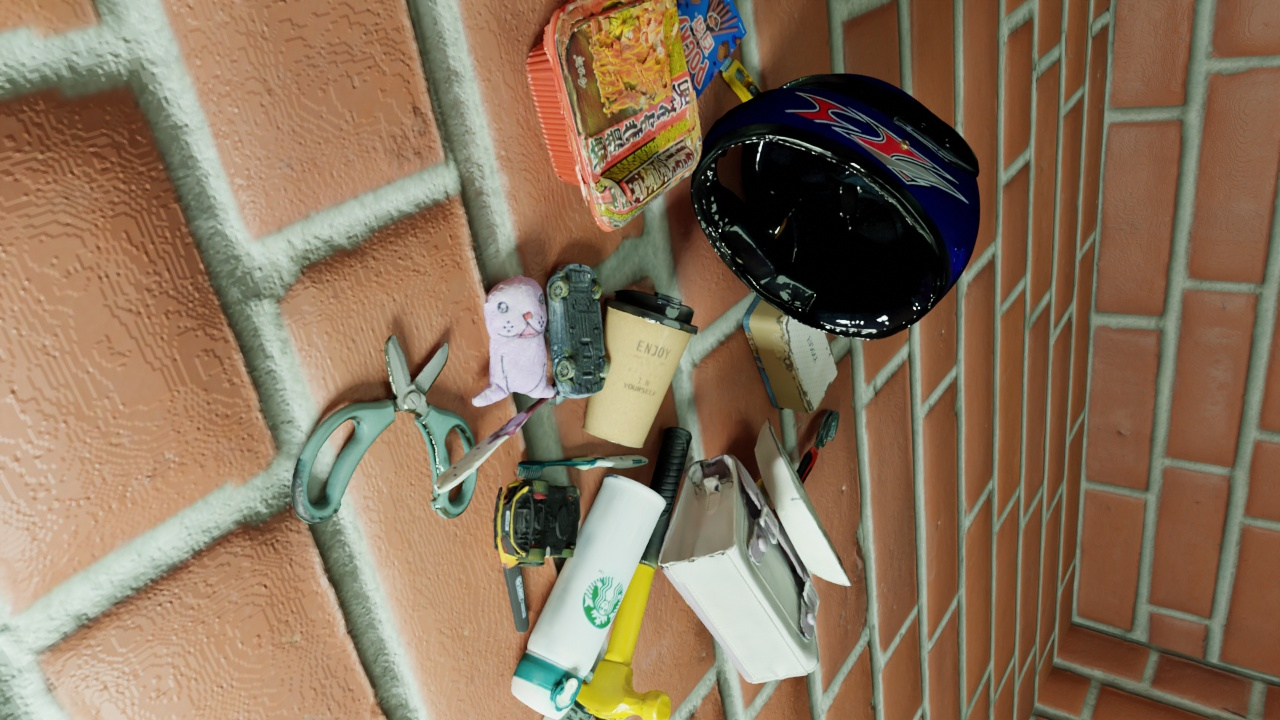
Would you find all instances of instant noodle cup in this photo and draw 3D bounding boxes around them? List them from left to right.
[{"bbox_3d":[-0.025,-0.224,0.778,0.164,0.079,0.189,-43,132,-39],"label":"instant noodle cup"}]

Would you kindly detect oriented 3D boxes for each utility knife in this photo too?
[{"bbox_3d":[0.120,-0.293,1.006,0.203,0.015,0.033,30,73,-51],"label":"utility knife"}]

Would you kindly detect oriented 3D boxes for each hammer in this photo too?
[{"bbox_3d":[0.002,0.204,0.917,0.033,0.129,0.300,49,49,-46],"label":"hammer"}]

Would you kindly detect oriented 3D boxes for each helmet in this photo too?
[{"bbox_3d":[0.208,-0.186,0.976,0.315,0.248,0.239,36,45,-19],"label":"helmet"}]

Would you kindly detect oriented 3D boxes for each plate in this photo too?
[{"bbox_3d":[0.170,0.157,1.024,0.162,0.034,0.265,61,7,-7],"label":"plate"}]

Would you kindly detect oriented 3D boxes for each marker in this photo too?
[{"bbox_3d":[-0.113,0.192,0.822,0.018,0.015,0.124,-30,122,-47],"label":"marker"}]

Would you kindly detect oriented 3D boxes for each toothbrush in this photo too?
[{"bbox_3d":[-0.111,0.062,0.774,0.187,0.016,0.017,-43,141,-50],"label":"toothbrush"},{"bbox_3d":[-0.051,0.102,0.882,0.191,0.016,0.018,6,104,-53],"label":"toothbrush"}]

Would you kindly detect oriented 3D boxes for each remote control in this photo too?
[{"bbox_3d":[-0.081,0.372,0.909,0.134,0.019,0.056,-58,139,-26],"label":"remote control"}]

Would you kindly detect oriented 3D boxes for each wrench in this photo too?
[{"bbox_3d":[0.217,0.149,1.223,0.272,0.016,0.056,-48,144,-45],"label":"wrench"}]

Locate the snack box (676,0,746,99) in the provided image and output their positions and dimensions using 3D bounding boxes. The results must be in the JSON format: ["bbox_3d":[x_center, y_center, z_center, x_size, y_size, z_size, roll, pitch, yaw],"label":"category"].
[{"bbox_3d":[0.045,-0.308,0.887,0.156,0.026,0.084,-57,132,-27],"label":"snack box"}]

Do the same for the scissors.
[{"bbox_3d":[-0.189,0.072,0.688,0.177,0.019,0.170,-38,129,-41],"label":"scissors"}]

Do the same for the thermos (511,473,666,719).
[{"bbox_3d":[-0.049,0.221,0.866,0.073,0.073,0.223,49,59,-47],"label":"thermos"}]

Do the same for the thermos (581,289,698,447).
[{"bbox_3d":[-0.005,0.005,0.862,0.093,0.093,0.143,14,95,-54],"label":"thermos"}]

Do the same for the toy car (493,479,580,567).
[{"bbox_3d":[-0.087,0.141,0.803,0.156,0.041,0.071,34,58,-73],"label":"toy car"}]

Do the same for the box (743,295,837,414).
[{"bbox_3d":[0.190,-0.012,1.140,0.089,0.061,0.184,-52,138,-31],"label":"box"}]

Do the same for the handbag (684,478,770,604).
[{"bbox_3d":[0.113,0.223,1.108,0.163,0.063,0.178,-72,158,-10],"label":"handbag"}]

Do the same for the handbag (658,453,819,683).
[{"bbox_3d":[0.109,0.208,0.927,0.197,0.099,0.144,58,24,-30],"label":"handbag"}]

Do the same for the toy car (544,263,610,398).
[{"bbox_3d":[-0.059,-0.026,0.819,0.054,0.037,0.120,-2,89,-50],"label":"toy car"}]

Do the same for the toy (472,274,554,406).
[{"bbox_3d":[-0.105,-0.017,0.759,0.083,0.039,0.108,-10,108,-45],"label":"toy"}]

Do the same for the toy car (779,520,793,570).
[{"bbox_3d":[0.167,0.246,1.112,0.070,0.042,0.158,-64,154,-23],"label":"toy car"}]
